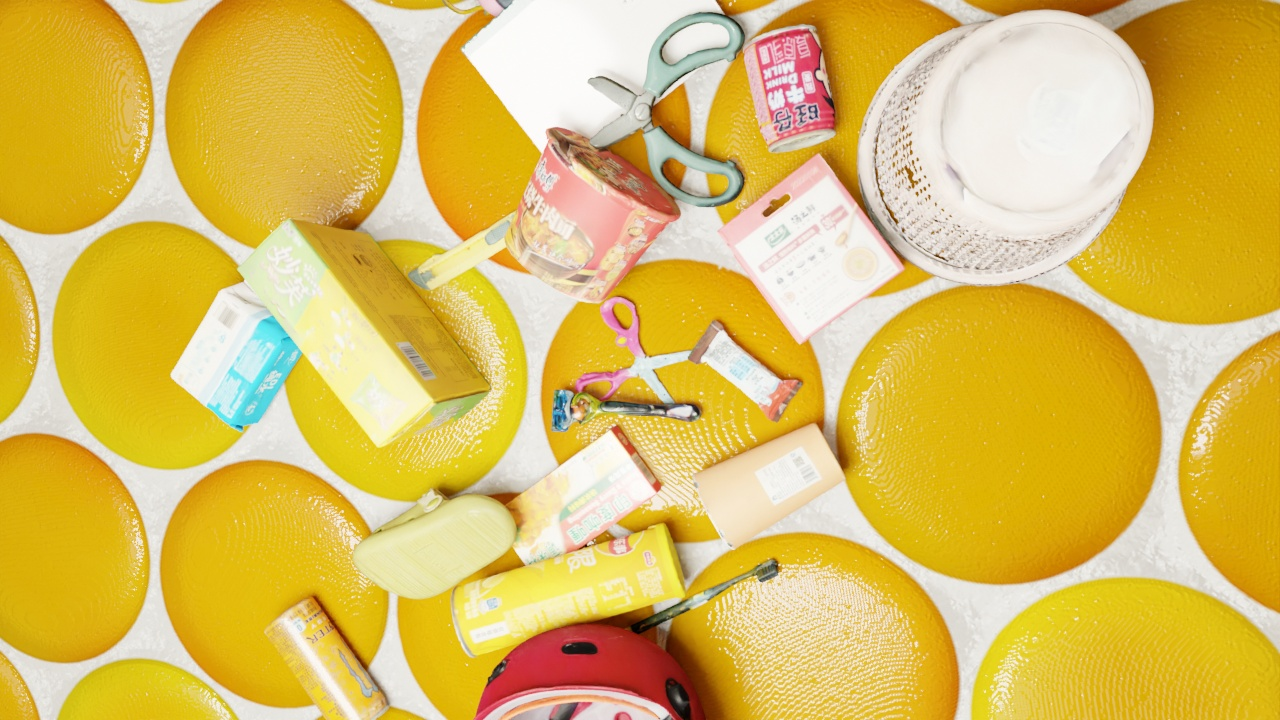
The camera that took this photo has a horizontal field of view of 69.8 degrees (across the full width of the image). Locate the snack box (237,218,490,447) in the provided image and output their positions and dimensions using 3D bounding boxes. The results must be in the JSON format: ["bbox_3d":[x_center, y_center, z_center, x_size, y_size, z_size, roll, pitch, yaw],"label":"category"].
[{"bbox_3d":[-0.249,-0.027,0.857,0.070,0.157,0.210,-40,86,9],"label":"snack box"}]

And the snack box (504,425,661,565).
[{"bbox_3d":[-0.064,0.139,0.899,0.156,0.027,0.077,-37,88,14],"label":"snack box"}]

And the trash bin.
[{"bbox_3d":[0.287,-0.170,0.710,0.228,0.192,0.227,1,96,12],"label":"trash bin"}]

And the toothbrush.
[{"bbox_3d":[0.051,0.238,0.889,0.186,0.017,0.012,-29,126,14],"label":"toothbrush"}]

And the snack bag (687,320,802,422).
[{"bbox_3d":[0.097,0.010,0.852,0.104,0.026,0.048,35,95,8],"label":"snack bag"}]

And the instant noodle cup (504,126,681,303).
[{"bbox_3d":[-0.048,-0.125,0.823,0.138,0.137,0.109,37,110,6],"label":"instant noodle cup"}]

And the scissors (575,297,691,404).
[{"bbox_3d":[-0.006,0.006,0.881,0.135,0.017,0.133,-35,91,11],"label":"scissors"}]

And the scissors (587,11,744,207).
[{"bbox_3d":[0.044,-0.215,0.825,0.170,0.019,0.179,-37,105,-2],"label":"scissors"}]

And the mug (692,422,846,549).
[{"bbox_3d":[0.119,0.110,0.835,0.123,0.078,0.078,-30,89,9],"label":"mug"}]

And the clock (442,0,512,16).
[{"bbox_3d":[-0.110,-0.363,0.817,0.159,0.117,0.060,-36,76,11],"label":"clock"}]

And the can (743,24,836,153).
[{"bbox_3d":[0.131,-0.235,0.800,0.066,0.066,0.094,-12,93,13],"label":"can"}]

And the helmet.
[{"bbox_3d":[-0.047,0.318,0.836,0.207,0.143,0.240,-22,121,12],"label":"helmet"}]

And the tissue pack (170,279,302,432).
[{"bbox_3d":[-0.406,-0.004,0.941,0.090,0.063,0.140,37,100,8],"label":"tissue pack"}]

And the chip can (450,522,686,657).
[{"bbox_3d":[-0.067,0.218,0.867,0.213,0.072,0.072,-18,91,3],"label":"chip can"}]

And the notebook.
[{"bbox_3d":[-0.037,-0.288,0.833,0.209,0.012,0.150,-35,108,13],"label":"notebook"}]

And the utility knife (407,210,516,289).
[{"bbox_3d":[-0.137,-0.125,0.899,0.213,0.022,0.031,-29,95,9],"label":"utility knife"}]

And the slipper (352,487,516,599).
[{"bbox_3d":[-0.196,0.172,0.909,0.191,0.081,0.091,-27,116,27],"label":"slipper"}]

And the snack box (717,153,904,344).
[{"bbox_3d":[0.151,-0.098,0.820,0.113,0.044,0.127,-36,88,14],"label":"snack box"}]

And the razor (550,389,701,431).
[{"bbox_3d":[-0.014,0.047,0.867,0.143,0.022,0.042,2,69,3],"label":"razor"}]

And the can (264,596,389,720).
[{"bbox_3d":[-0.328,0.321,0.959,0.058,0.058,0.146,-37,87,13],"label":"can"}]
